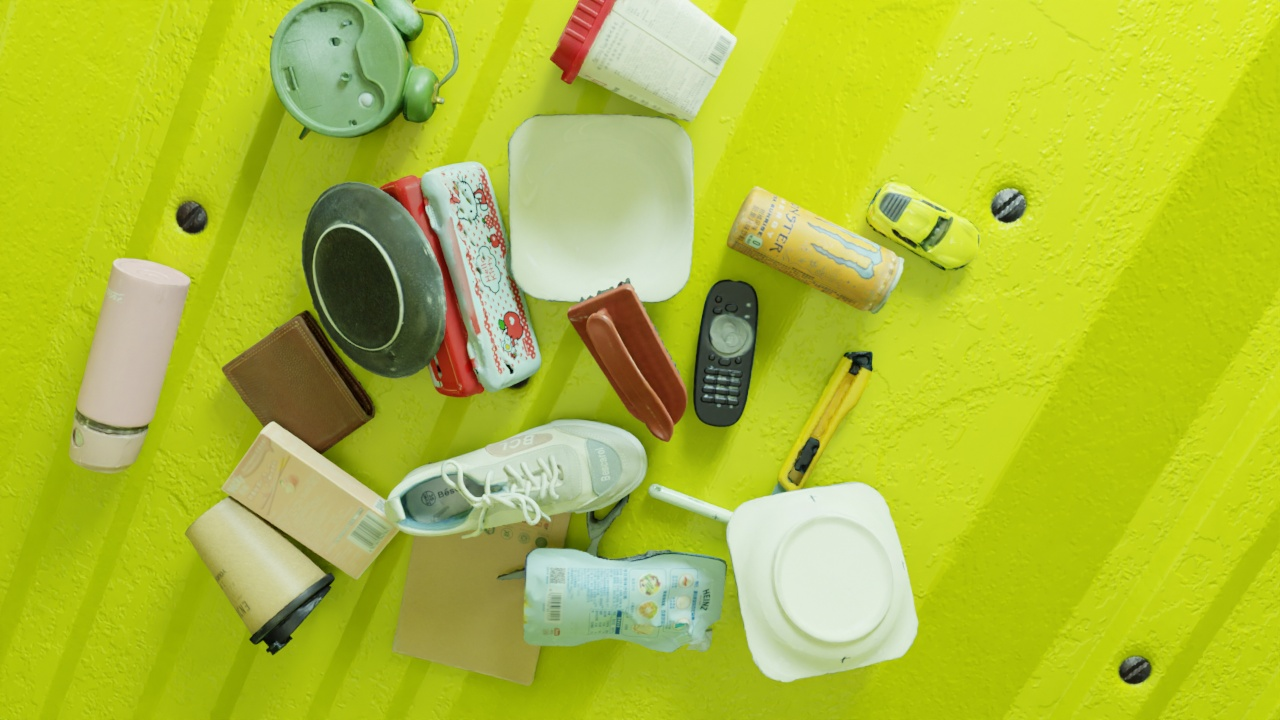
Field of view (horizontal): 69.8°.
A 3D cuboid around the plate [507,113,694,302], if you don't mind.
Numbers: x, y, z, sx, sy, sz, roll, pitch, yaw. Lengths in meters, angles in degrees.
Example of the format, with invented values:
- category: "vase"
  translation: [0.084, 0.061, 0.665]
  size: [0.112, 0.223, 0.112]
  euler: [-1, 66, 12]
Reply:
- category: "plate"
  translation: [-0.034, -0.133, 0.815]
  size: [0.163, 0.034, 0.164]
  euler: [2, 102, 3]

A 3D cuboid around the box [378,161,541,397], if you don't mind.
- category: "box"
  translation: [-0.154, -0.073, 0.826]
  size: [0.100, 0.095, 0.201]
  euler: [-22, 103, -31]

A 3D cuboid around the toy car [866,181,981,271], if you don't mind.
- category: "toy car"
  translation: [0.250, -0.116, 0.802]
  size: [0.105, 0.032, 0.048]
  euler: [29, 101, -4]

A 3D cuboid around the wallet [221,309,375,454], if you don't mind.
- category: "wallet"
  translation: [-0.323, 0.029, 0.871]
  size: [0.101, 0.032, 0.124]
  euler: [-32, 98, 12]

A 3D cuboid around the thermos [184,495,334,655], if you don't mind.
- category: "thermos"
  translation: [-0.366, 0.201, 0.882]
  size: [0.093, 0.093, 0.143]
  euler: [-41, 90, 10]

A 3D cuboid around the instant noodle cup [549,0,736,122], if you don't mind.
- category: "instant noodle cup"
  translation: [0.002, -0.260, 0.753]
  size: [0.124, 0.116, 0.117]
  euler: [27, 102, -14]

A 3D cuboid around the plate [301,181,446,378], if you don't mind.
- category: "plate"
  translation: [-0.242, -0.065, 0.804]
  size: [0.180, 0.024, 0.180]
  euler: [13, 115, 29]

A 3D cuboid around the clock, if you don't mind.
- category: "clock"
  translation: [-0.236, -0.255, 0.791]
  size: [0.161, 0.056, 0.116]
  euler: [-12, 101, 6]

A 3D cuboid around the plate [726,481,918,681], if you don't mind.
- category: "plate"
  translation: [0.166, 0.193, 0.817]
  size: [0.164, 0.034, 0.163]
  euler: [-9, 77, -12]

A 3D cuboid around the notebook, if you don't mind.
- category: "notebook"
  translation: [-0.158, 0.213, 0.909]
  size: [0.148, 0.008, 0.208]
  euler: [13, 102, 1]

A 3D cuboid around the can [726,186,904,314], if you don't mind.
- category: "can"
  translation: [0.150, -0.096, 0.799]
  size: [0.146, 0.058, 0.058]
  euler: [25, 102, -2]

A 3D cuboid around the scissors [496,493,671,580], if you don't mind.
- category: "scissors"
  translation: [-0.051, 0.192, 0.889]
  size: [0.181, 0.014, 0.159]
  euler: [2, 103, -2]

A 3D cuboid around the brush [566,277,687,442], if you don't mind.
- category: "brush"
  translation: [-0.005, 0.005, 0.808]
  size: [0.063, 0.069, 0.146]
  euler: [-21, 118, 18]

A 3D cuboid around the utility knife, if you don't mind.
- category: "utility knife"
  translation: [0.156, 0.088, 0.850]
  size: [0.033, 0.015, 0.223]
  euler: [27, 97, 1]

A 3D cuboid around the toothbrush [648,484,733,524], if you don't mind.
- category: "toothbrush"
  translation: [0.098, 0.153, 0.875]
  size: [0.189, 0.029, 0.020]
  euler: [19, 143, 1]

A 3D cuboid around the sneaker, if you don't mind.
- category: "sneaker"
  translation: [-0.115, 0.108, 0.832]
  size: [0.242, 0.090, 0.089]
  euler: [-13, 87, 4]

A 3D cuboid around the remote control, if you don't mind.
- category: "remote control"
  translation: [0.078, -0.007, 0.840]
  size: [0.053, 0.024, 0.136]
  euler: [7, 101, 4]

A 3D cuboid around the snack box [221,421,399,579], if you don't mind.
- category: "snack box"
  translation: [-0.311, 0.136, 0.878]
  size: [0.157, 0.026, 0.085]
  euler: [38, 112, -10]

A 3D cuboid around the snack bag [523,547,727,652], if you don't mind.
- category: "snack bag"
  translation: [-0.016, 0.230, 0.875]
  size: [0.191, 0.038, 0.110]
  euler: [2, 102, -2]

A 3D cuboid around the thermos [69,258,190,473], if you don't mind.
- category: "thermos"
  translation: [-0.487, 0.003, 0.862]
  size: [0.087, 0.067, 0.199]
  euler: [30, 106, 29]
